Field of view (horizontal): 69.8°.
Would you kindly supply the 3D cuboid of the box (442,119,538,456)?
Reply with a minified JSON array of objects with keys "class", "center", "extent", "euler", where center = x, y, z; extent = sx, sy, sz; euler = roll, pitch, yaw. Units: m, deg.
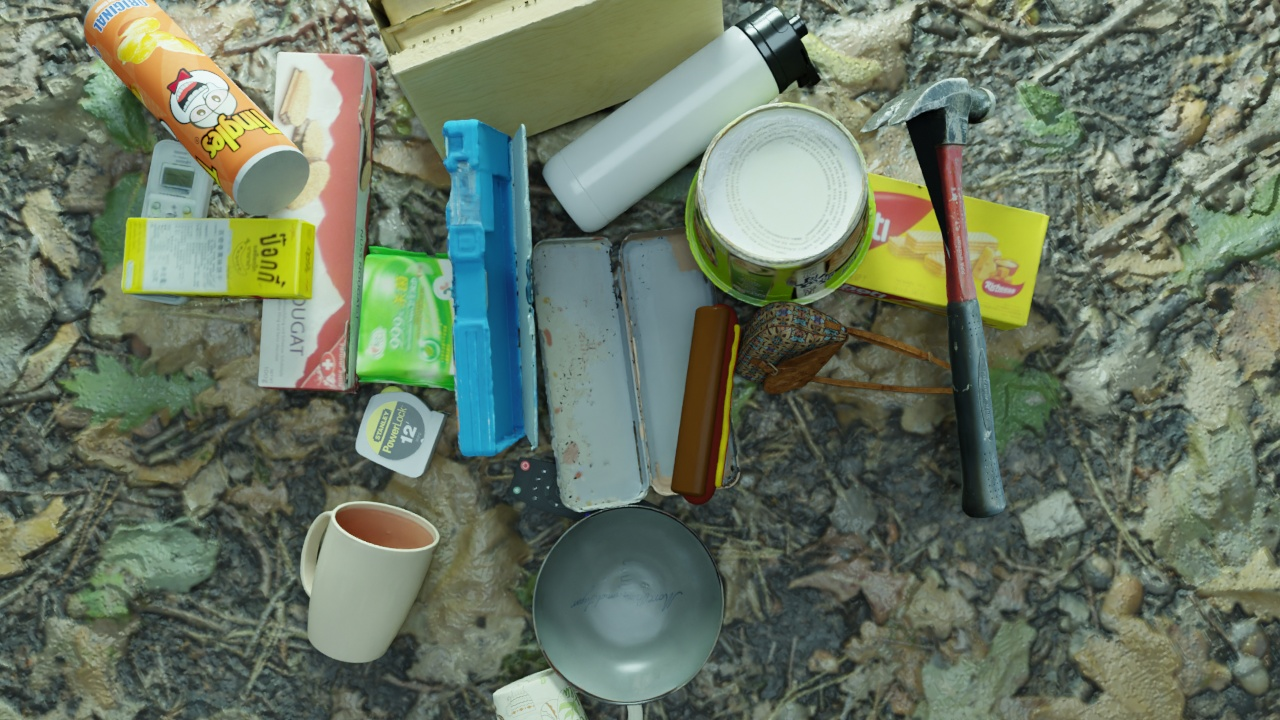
[{"class":"box","center":[-0.102,-0.054,0.702],"extent":[0.066,0.090,0.243],"euler":[-1,96,9]}]

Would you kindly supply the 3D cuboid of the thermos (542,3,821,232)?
[{"class":"thermos","center":[0.036,-0.188,0.737],"extent":[0.230,0.101,0.068],"euler":[-35,70,7]}]

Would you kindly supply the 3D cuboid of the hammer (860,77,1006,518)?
[{"class":"hammer","center":[0.234,-0.044,0.681],"extent":[0.140,0.036,0.326],"euler":[-11,95,-41]}]

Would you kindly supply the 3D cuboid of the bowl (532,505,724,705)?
[{"class":"bowl","center":[-0.009,0.188,0.725],"extent":[0.151,0.057,0.150],"euler":[0,88,0]}]

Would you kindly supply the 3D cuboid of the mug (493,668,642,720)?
[{"class":"mug","center":[-0.054,0.291,0.721],"extent":[0.121,0.081,0.097],"euler":[-16,80,-22]}]

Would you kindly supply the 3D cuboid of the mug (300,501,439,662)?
[{"class":"mug","center":[-0.225,0.168,0.721],"extent":[0.111,0.085,0.104],"euler":[24,100,29]}]

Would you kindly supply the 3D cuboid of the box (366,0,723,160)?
[{"class":"box","center":[-0.071,-0.270,0.711],"extent":[0.248,0.141,0.148],"euler":[-21,80,-1]}]

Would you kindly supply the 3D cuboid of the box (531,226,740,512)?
[{"class":"box","center":[-0.004,0.004,0.735],"extent":[0.157,0.063,0.216],"euler":[-7,87,-21]}]

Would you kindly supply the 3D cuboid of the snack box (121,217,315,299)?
[{"class":"snack box","center":[-0.330,-0.080,0.718],"extent":[0.149,0.025,0.061],"euler":[2,87,9]}]

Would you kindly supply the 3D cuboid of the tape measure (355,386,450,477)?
[{"class":"tape measure","center":[-0.195,0.057,0.751],"extent":[0.065,0.017,0.064],"euler":[20,88,1]}]

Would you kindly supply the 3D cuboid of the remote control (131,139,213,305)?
[{"class":"remote control","center":[-0.384,-0.113,0.756],"extent":[0.050,0.022,0.133],"euler":[9,87,1]}]

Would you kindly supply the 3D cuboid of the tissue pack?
[{"class":"tissue pack","center":[-0.178,-0.033,0.748],"extent":[0.099,0.034,0.114],"euler":[3,85,1]}]

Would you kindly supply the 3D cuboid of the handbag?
[{"class":"handbag","center":[0.173,0.009,0.722],"extent":[0.195,0.094,0.043],"euler":[13,62,-8]}]

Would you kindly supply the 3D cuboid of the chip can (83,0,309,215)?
[{"class":"chip can","center":[-0.348,-0.203,0.717],"extent":[0.062,0.062,0.210],"euler":[-46,75,-2]}]

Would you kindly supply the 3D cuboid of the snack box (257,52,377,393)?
[{"class":"snack box","center":[-0.261,-0.111,0.745],"extent":[0.076,0.044,0.273],"euler":[3,87,2]}]

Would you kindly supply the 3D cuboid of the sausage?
[{"class":"sausage","center":[0.052,0.033,0.703],"extent":[0.040,0.040,0.155],"euler":[8,85,0]}]

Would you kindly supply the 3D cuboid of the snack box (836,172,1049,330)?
[{"class":"snack box","center":[0.218,-0.093,0.744],"extent":[0.200,0.042,0.092],"euler":[14,87,1]}]

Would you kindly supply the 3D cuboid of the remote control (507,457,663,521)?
[{"class":"remote control","center":[-0.044,0.113,0.751],"extent":[0.125,0.010,0.039],"euler":[18,88,1]}]

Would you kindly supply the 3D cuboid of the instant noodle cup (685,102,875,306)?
[{"class":"instant noodle cup","center":[0.104,-0.116,0.677],"extent":[0.146,0.098,0.146],"euler":[-1,85,7]}]
